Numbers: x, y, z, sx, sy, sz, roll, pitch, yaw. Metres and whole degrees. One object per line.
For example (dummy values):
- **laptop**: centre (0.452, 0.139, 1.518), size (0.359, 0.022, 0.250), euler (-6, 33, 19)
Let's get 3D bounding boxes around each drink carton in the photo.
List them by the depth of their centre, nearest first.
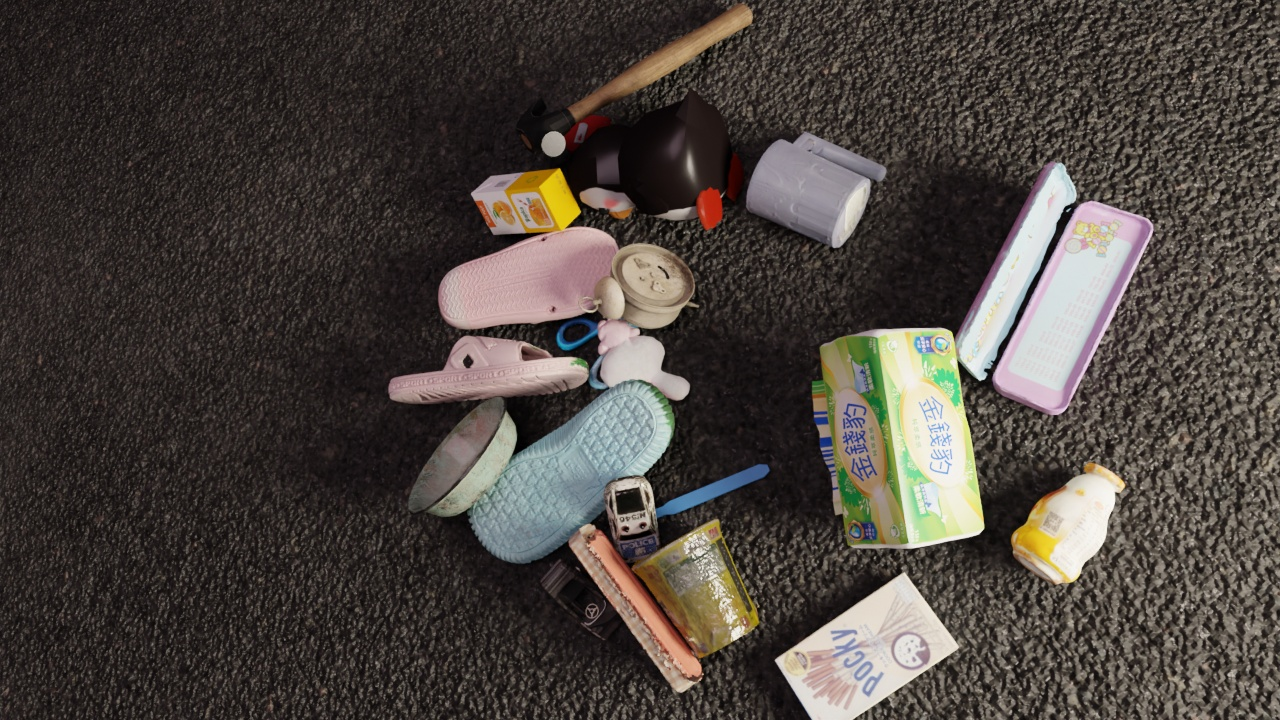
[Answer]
- **drink carton**: centre (-0.136, -0.183, 1.068), size (0.123, 0.058, 0.040), euler (4, 42, 39)

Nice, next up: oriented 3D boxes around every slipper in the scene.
- **slipper**: centre (-0.069, 0.120, 0.973), size (0.277, 0.069, 0.116), euler (-39, 69, 20)
- **slipper**: centre (-0.176, 0.006, 1.031), size (0.240, 0.094, 0.064), euler (-8, 77, 20)
- **slipper**: centre (-0.127, -0.087, 1.062), size (0.222, 0.056, 0.106), euler (-13, 72, 5)

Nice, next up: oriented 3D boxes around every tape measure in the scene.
- **tape measure**: centre (-0.065, -0.273, 1.115), size (0.059, 0.019, 0.051), euler (10, 76, 22)

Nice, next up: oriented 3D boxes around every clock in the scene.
- **clock**: centre (-0.008, -0.072, 0.988), size (0.140, 0.055, 0.093), euler (-19, 61, -33)

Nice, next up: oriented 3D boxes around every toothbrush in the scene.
- **toothbrush**: centre (0.057, 0.144, 0.955), size (0.167, 0.014, 0.016), euler (-23, 68, 7)

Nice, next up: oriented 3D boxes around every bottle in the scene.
- **bottle**: centre (0.382, 0.143, 0.815), size (0.063, 0.063, 0.109), euler (37, 86, 24)

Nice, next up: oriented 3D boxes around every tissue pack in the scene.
- **tissue pack**: centre (0.219, 0.075, 0.862), size (0.142, 0.120, 0.197), euler (-18, 70, 58)

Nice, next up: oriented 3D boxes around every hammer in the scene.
- **hammer**: centre (-0.004, -0.332, 1.069), size (0.305, 0.040, 0.132), euler (-33, 30, -8)

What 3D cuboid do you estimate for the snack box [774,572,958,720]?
- **snack box**: centre (0.209, 0.273, 0.854), size (0.150, 0.026, 0.082), euler (-36, 67, 5)

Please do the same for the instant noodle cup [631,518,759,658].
- **instant noodle cup**: centre (0.059, 0.223, 0.890), size (0.102, 0.102, 0.108), euler (-32, 77, 7)

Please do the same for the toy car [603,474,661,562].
- **toy car**: centre (-0.006, 0.164, 0.921), size (0.048, 0.113, 0.040), euler (-11, 34, -2)

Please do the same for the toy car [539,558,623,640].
- **toy car**: centre (-0.058, 0.244, 0.934), size (0.092, 0.037, 0.040), euler (42, 89, -8)

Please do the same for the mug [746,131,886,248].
- **mug**: centre (0.189, -0.188, 0.978), size (0.104, 0.084, 0.123), euler (30, 58, 23)

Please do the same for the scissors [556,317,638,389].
- **scissors**: centre (-0.037, -0.042, 1.041), size (0.113, 0.013, 0.140), euler (31, 88, 22)

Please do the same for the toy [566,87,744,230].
- **toy**: centre (0.000, -0.223, 1.015), size (0.184, 0.140, 0.158), euler (2, 37, 30)

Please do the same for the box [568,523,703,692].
- **box**: centre (-0.010, 0.243, 0.898), size (0.054, 0.077, 0.187), euler (-31, 74, -27)

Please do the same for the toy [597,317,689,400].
- **toy**: centre (-0.006, 0.006, 1.000), size (0.076, 0.037, 0.125), euler (-36, 76, -3)

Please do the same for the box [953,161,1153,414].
- **box**: centre (0.386, -0.069, 0.876), size (0.140, 0.062, 0.214), euler (30, 84, -11)

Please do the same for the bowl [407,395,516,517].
- **bowl**: centre (-0.186, 0.111, 0.995), size (0.158, 0.038, 0.157), euler (-41, 21, 19)
